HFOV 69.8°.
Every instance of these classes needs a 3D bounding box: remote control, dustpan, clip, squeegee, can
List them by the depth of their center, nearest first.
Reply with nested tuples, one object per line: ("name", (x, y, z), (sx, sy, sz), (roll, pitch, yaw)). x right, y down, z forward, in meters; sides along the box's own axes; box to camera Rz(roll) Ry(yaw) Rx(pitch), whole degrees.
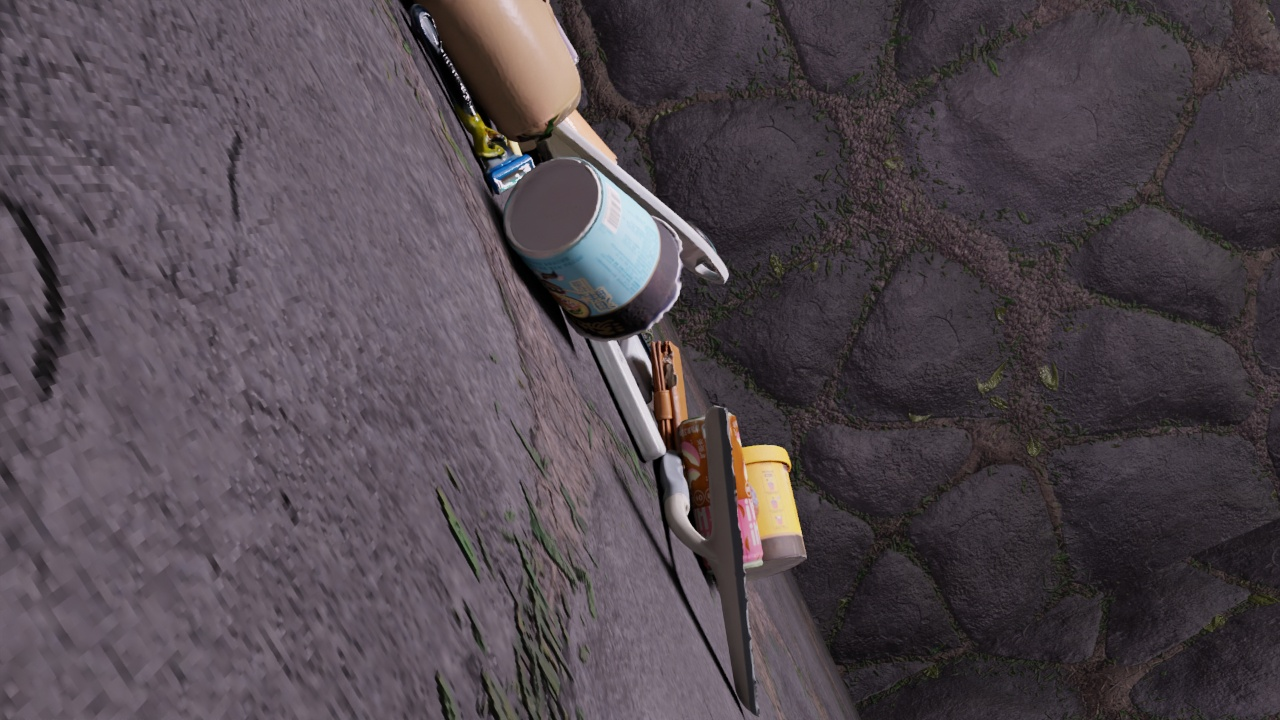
("squeegee", (0.038, 0.123, 0.772), (0.246, 0.039, 0.247), (-122, -157, -73))
("remote control", (-0.014, 0.025, 0.813), (0.056, 0.019, 0.135), (27, 38, -83))
("can", (0.076, 0.126, 0.875), (0.058, 0.058, 0.147), (41, 37, -78))
("clip", (-0.131, -0.259, 0.930), (0.089, 0.035, 0.104), (-113, -176, -68))
("remote control", (-0.006, 0.006, 0.996), (0.056, 0.020, 0.135), (63, 7, -14))
("dustpan", (-0.012, -0.182, 1.052), (0.223, 0.142, 0.258), (-170, -122, -85))

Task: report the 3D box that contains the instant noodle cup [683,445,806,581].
("instant noodle cup", (0.111, 0.163, 0.950), (0.118, 0.118, 0.114), (54, 19, -65))

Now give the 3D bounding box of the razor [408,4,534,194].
("razor", (-0.129, -0.189, 0.665), (0.042, 0.022, 0.143), (-42, 109, -39))

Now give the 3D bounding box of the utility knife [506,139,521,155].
("utility knife", (-0.134, -0.238, 0.875), (0.175, 0.019, 0.031), (64, 9, 5))

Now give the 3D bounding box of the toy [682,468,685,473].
("toy", (0.070, 0.120, 1.089), (0.159, 0.054, 0.121), (58, 3, 11))

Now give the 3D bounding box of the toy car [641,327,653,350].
("toy car", (-0.006, -0.071, 1.323), (0.054, 0.037, 0.121), (-97, 171, -77))

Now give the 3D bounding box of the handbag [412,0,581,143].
("handbag", (-0.120, -0.283, 0.754), (0.204, 0.100, 0.147), (54, 15, -48))

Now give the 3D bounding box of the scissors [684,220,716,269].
("scissors", (0.033, -0.161, 1.115), (0.176, 0.019, 0.174), (37, -1, 5))

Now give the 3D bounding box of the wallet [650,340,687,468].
("wallet", (0.032, 0.049, 0.953), (0.108, 0.031, 0.131), (28, 55, -81))

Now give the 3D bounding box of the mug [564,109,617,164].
("mug", (-0.094, -0.283, 1.175), (0.123, 0.078, 0.078), (50, 13, -38))

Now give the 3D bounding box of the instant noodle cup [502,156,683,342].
("instant noodle cup", (-0.040, -0.085, 0.673), (0.120, 0.111, 0.111), (39, 25, -58))

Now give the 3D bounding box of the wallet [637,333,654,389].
("wallet", (0.022, 0.021, 1.265), (0.097, 0.019, 0.120), (63, 3, -47))

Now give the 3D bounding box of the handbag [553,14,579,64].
("handbag", (-0.160, -0.410, 0.988), (0.197, 0.098, 0.144), (57, 10, -50))

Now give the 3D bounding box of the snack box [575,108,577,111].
("snack box", (-0.102, -0.304, 1.283), (0.114, 0.063, 0.240), (-109, 172, -45))
